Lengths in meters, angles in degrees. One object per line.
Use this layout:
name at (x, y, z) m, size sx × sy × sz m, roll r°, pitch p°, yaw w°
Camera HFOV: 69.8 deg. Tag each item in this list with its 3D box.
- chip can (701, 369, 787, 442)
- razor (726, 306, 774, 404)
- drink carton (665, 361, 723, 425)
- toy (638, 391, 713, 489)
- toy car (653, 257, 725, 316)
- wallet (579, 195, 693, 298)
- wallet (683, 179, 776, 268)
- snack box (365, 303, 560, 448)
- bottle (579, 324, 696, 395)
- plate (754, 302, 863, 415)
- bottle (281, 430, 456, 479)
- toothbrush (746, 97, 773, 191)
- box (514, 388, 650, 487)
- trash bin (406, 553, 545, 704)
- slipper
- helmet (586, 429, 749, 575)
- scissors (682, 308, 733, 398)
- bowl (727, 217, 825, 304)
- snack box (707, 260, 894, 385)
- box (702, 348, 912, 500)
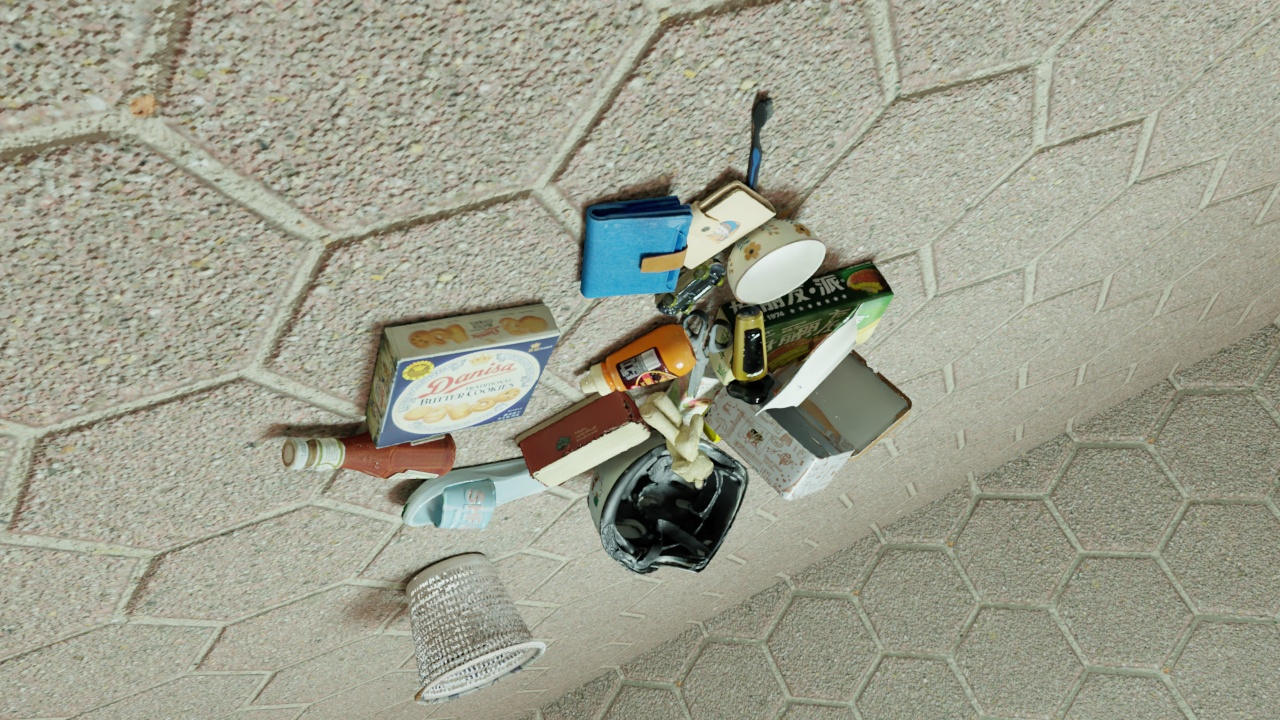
chip can at (0.196, 0.060, 1.421) m, size 0.216 × 0.073 × 0.073 m, roll -18°, pitch 154°, yaw -17°
razor at (0.134, -0.006, 1.113) m, size 0.062 × 0.067 × 0.168 m, roll -12°, pitch 144°, yaw -1°
drink carton at (0.071, 0.045, 1.305) m, size 0.053 × 0.045 × 0.123 m, roll 2°, pitch 143°, yaw -29°
toy at (0.050, 0.110, 1.270) m, size 0.066 × 0.104 × 0.157 m, roll -15°, pitch 126°, yaw 30°
toy car at (0.056, -0.087, 1.051) m, size 0.091 × 0.035 × 0.042 m, roll -38°, pitch 154°, yaw 23°
wallet at (-0.006, -0.111, 0.935) m, size 0.106 × 0.040 × 0.133 m, roll -5°, pitch 151°, yaw -11°
wallet at (0.075, -0.142, 0.968) m, size 0.115 × 0.024 × 0.087 m, roll -30°, pitch 148°, yaw 28°
snack box at (-0.198, 0.018, 1.006) m, size 0.177 × 0.045 × 0.183 m, roll -11°, pitch 152°, yaw -29°
bottle at (-0.007, 0.007, 1.149) m, size 0.149 × 0.066 × 0.067 m, roll -22°, pitch 156°, yaw 8°
plate at (0.224, 0.007, 1.163) m, size 0.163 × 0.034 × 0.165 m, roll -36°, pitch 167°, yaw -51°
bottle at (-0.308, 0.107, 1.055) m, size 0.205 × 0.059 × 0.060 m, roll 6°, pitch 140°, yaw -48°
toothbrush at (0.117, -0.197, 0.922) m, size 0.016 × 0.014 × 0.190 m, roll -46°, pitch 161°, yaw -18°
box at (-0.075, 0.112, 1.261) m, size 0.168 × 0.079 × 0.091 m, roll -28°, pitch 154°, yaw 6°
trash bin at (-0.299, 0.446, 1.557) m, size 0.227 × 0.192 × 0.228 m, roll -21°, pitch 155°, yaw -11°
slipper at (-0.219, 0.197, 1.297) m, size 0.244 × 0.074 × 0.104 m, roll -11°, pitch 152°, yaw -32°
helmet at (0.024, 0.200, 1.419) m, size 0.273 × 0.157 × 0.230 m, roll 13°, pitch 104°, yaw -35°
scissors at (0.087, 0.002, 1.192) m, size 0.136 × 0.014 × 0.175 m, roll -2°, pitch 133°, yaw 35°
bowl at (0.145, -0.121, 1.035) m, size 0.113 × 0.062 × 0.114 m, roll -21°, pitch 156°, yaw -10°
snack box at (0.211, -0.050, 1.231) m, size 0.239 × 0.063 × 0.115 m, roll -16°, pitch 151°, yaw -19°
box at (0.237, 0.078, 1.303) m, size 0.272 × 0.179 × 0.126 m, roll -25°, pitch 148°, yaw -34°
